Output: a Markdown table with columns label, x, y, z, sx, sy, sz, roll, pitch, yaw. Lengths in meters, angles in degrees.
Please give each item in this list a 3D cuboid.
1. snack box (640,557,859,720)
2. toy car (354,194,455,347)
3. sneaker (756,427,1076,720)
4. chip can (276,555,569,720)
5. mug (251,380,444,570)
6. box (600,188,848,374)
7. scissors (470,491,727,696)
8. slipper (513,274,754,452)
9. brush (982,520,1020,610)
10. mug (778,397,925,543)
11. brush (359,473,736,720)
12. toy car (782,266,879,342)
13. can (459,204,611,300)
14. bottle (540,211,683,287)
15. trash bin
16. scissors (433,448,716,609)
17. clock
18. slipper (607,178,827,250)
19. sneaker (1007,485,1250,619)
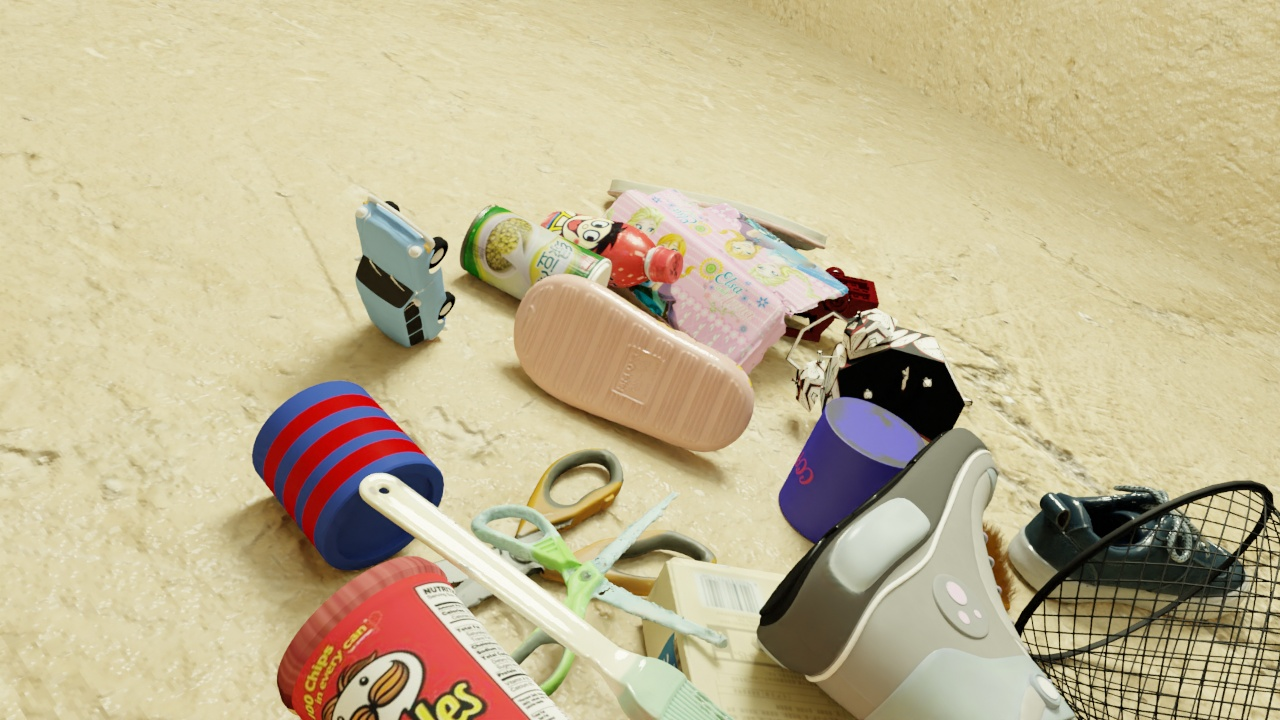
| label | x | y | z | sx | sy | sz | roll | pitch | yaw |
| --- | --- | --- | --- | --- | --- | --- | --- | --- | --- |
| snack box | 0.112 | 0.193 | 0.495 | 0.207 | 0.055 | 0.153 | 13 | 30 | -16 |
| toy car | -0.170 | -0.057 | 0.652 | 0.056 | 0.154 | 0.054 | 36 | 68 | 7 |
| sneaker | 0.182 | 0.135 | 0.504 | 0.160 | 0.093 | 0.256 | 44 | 33 | 20 |
| chip can | -0.052 | 0.181 | 0.376 | 0.213 | 0.087 | 0.086 | 38 | 33 | 24 |
| mug | -0.153 | 0.067 | 0.524 | 0.076 | 0.075 | 0.111 | 40 | 8 | 28 |
| box | 0.065 | -0.097 | 0.872 | 0.160 | 0.062 | 0.230 | -37 | 55 | -16 |
| scissors | -0.030 | 0.119 | 0.498 | 0.173 | 0.021 | 0.170 | 14 | 36 | 31 |
| slipper | -0.004 | 0.004 | 0.715 | 0.197 | 0.093 | 0.081 | 28 | 10 | 8 |
| brush | 0.263 | 0.140 | 0.721 | 0.048 | 0.017 | 0.126 | 22 | 29 | 0 |
| mug | 0.169 | 0.091 | 0.672 | 0.111 | 0.084 | 0.079 | 26 | 30 | 7 |
| brush | -0.048 | 0.117 | 0.434 | 0.218 | 0.012 | 0.033 | 34 | 32 | 12 |
| toy car | 0.150 | -0.066 | 0.937 | 0.170 | 0.062 | 0.070 | 12 | 29 | 2 |
| can | -0.090 | -0.082 | 0.804 | 0.121 | 0.067 | 0.067 | 27 | 30 | 10 |
| bottle | -0.026 | -0.099 | 0.846 | 0.138 | 0.062 | 0.061 | 15 | 24 | 29 |
| trash bin | 0.355 | 0.209 | 0.520 | 0.183 | 0.185 | 0.210 | 4 | 40 | -29 |
| scissors | -0.064 | 0.107 | 0.562 | 0.224 | 0.016 | 0.175 | 0 | 36 | -30 |
| clock | 0.193 | 0.022 | 0.763 | 0.154 | 0.115 | 0.064 | 35 | 27 | -12 |
| slipper | 0.077 | -0.151 | 1.016 | 0.275 | 0.054 | 0.114 | 21 | 8 | 33 |
| sneaker | 0.403 | 0.145 | 0.734 | 0.235 | 0.088 | 0.089 | 8 | 32 | -22 |
